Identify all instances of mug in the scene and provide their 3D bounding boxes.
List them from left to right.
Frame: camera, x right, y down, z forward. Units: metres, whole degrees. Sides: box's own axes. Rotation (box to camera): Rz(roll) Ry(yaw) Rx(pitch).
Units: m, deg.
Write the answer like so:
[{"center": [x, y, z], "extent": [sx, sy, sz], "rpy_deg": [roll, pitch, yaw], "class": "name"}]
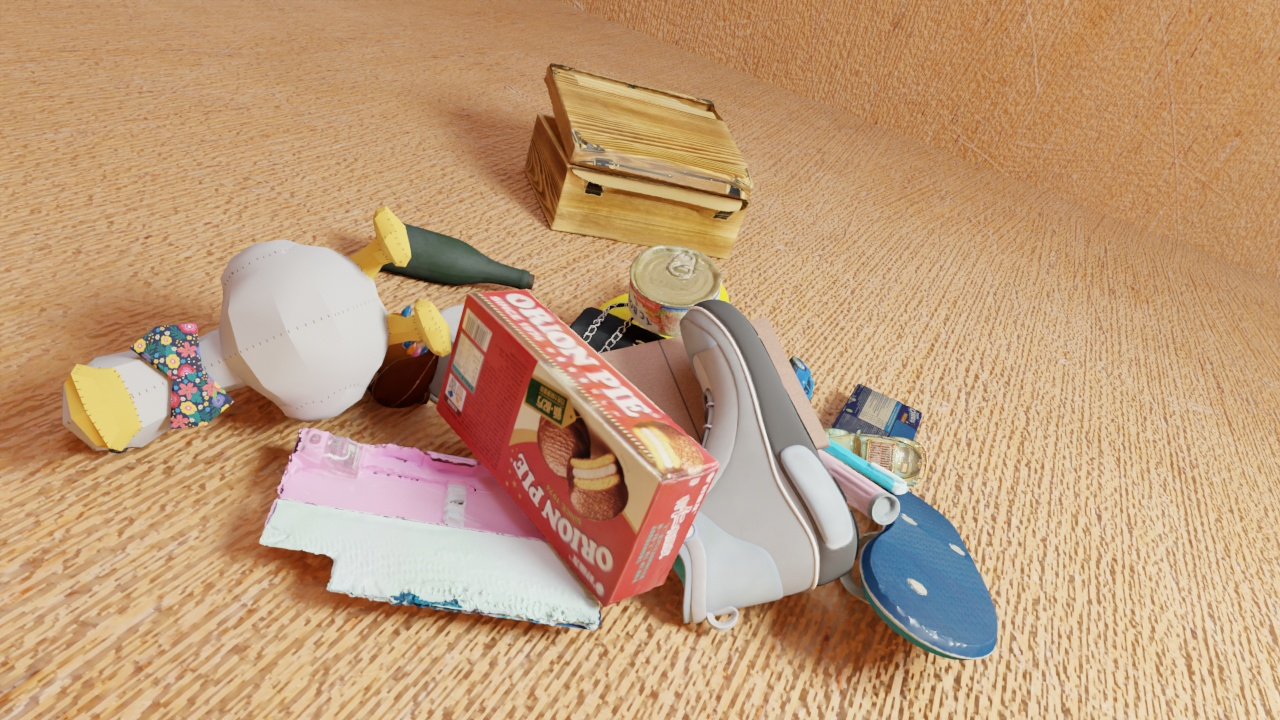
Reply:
[{"center": [-0.142, -0.005, 0.842], "extent": [0.084, 0.071, 0.113], "rpy_deg": [35, 34, 28], "class": "mug"}]

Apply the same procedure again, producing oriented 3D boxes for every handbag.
[{"center": [-0.005, 0.005, 0.860], "extent": [0.154, 0.115, 0.124], "rpy_deg": [27, 30, 9], "class": "handbag"}]

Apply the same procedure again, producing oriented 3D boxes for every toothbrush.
[{"center": [0.166, 0.096, 0.833], "extent": [0.026, 0.027, 0.222], "rpy_deg": [20, 6, -19], "class": "toothbrush"}]

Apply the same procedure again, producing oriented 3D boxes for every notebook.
[{"center": [0.041, 0.040, 0.796], "extent": [0.209, 0.008, 0.141], "rpy_deg": [-13, 58, -14], "class": "notebook"}]

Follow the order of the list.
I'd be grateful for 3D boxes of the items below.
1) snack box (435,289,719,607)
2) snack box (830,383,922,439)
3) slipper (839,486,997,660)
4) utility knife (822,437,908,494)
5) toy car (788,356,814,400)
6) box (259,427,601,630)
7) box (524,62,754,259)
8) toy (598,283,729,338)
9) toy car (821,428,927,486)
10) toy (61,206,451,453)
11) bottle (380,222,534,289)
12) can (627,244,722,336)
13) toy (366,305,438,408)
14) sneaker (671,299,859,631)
[{"center": [-0.057, 0.054, 0.670], "extent": [0.060, 0.113, 0.236], "rpy_deg": [-8, 38, -44], "class": "snack box"}, {"center": [0.249, 0.077, 0.978], "extent": [0.082, 0.027, 0.149], "rpy_deg": [28, 30, 14], "class": "snack box"}, {"center": [0.224, 0.178, 0.753], "extent": [0.118, 0.060, 0.294], "rpy_deg": [29, 16, 8], "class": "slipper"}, {"center": [0.176, 0.078, 0.870], "extent": [0.169, 0.015, 0.022], "rpy_deg": [32, 21, 27], "class": "utility knife"}, {"center": [0.155, 0.034, 0.968], "extent": [0.043, 0.056, 0.120], "rpy_deg": [46, 25, 1], "class": "toy car"}, {"center": [-0.141, 0.123, 0.648], "extent": [0.230, 0.035, 0.159], "rpy_deg": [12, 28, -13], "class": "box"}, {"center": [-0.002, -0.282, 1.324], "extent": [0.278, 0.176, 0.247], "rpy_deg": [8, 32, -23], "class": "box"}, {"center": [0.039, -0.046, 1.008], "extent": [0.134, 0.088, 0.193], "rpy_deg": [30, 28, 12], "class": "toy"}, {"center": [0.222, 0.092, 0.884], "extent": [0.112, 0.047, 0.047], "rpy_deg": [7, -11, 7], "class": "toy car"}, {"center": [-0.285, -0.011, 0.692], "extent": [0.267, 0.141, 0.247], "rpy_deg": [-24, 8, -8], "class": "toy"}, {"center": [-0.202, -0.107, 1.006], "extent": [0.174, 0.055, 0.055], "rpy_deg": [14, 28, -12], "class": "bottle"}, {"center": [0.031, -0.065, 0.855], "extent": [0.086, 0.043, 0.086], "rpy_deg": [3, 46, -3], "class": "can"}, {"center": [-0.197, -0.011, 0.782], "extent": [0.070, 0.103, 0.090], "rpy_deg": [19, 46, -38], "class": "toy"}, {"center": [0.049, 0.075, 0.720], "extent": [0.160, 0.093, 0.256], "rpy_deg": [-21, 61, -10], "class": "sneaker"}]
